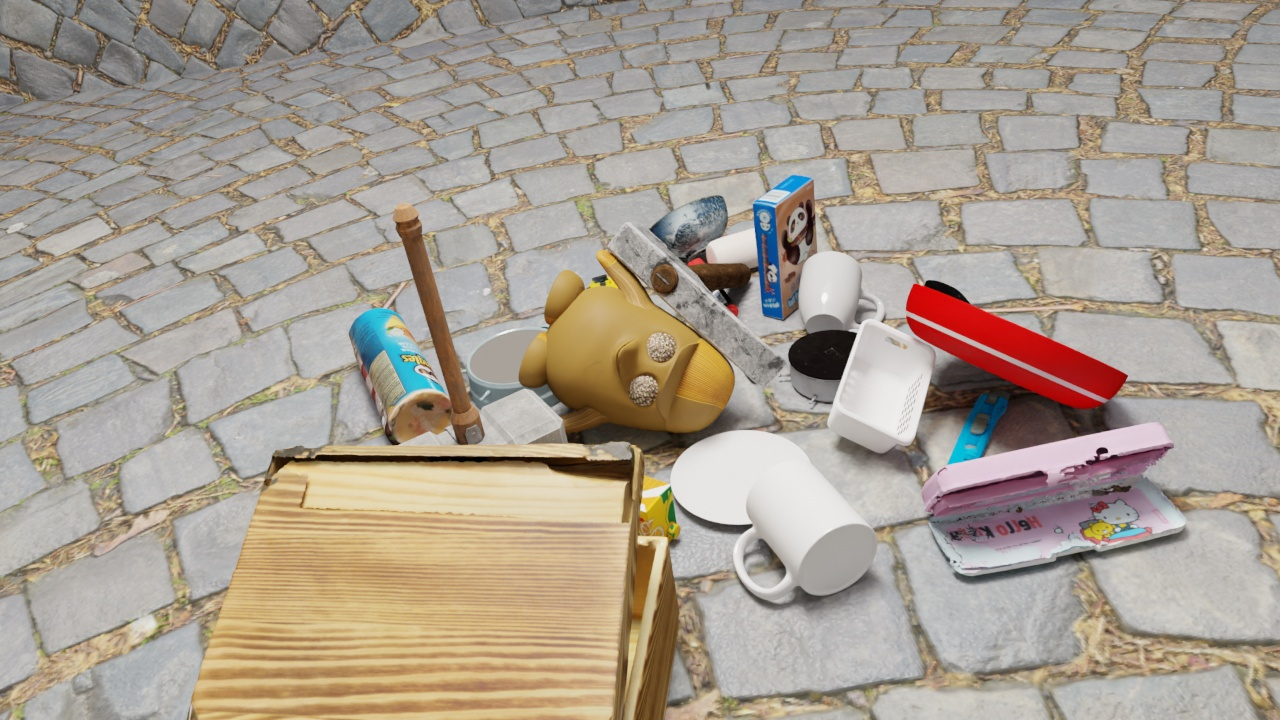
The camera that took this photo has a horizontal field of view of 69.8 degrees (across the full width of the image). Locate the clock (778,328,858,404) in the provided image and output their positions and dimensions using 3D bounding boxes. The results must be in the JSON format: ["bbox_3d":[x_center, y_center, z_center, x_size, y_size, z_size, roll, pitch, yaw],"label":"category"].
[{"bbox_3d":[0.218,0.003,0.992,0.122,0.035,0.094,-19,35,-17],"label":"clock"}]

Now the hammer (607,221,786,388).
[{"bbox_3d":[0.104,-0.071,1.049,0.217,0.037,0.300,43,19,12],"label":"hammer"}]

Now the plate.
[{"bbox_3d":[0.096,0.113,0.875,0.134,0.011,0.134,-6,33,4],"label":"plate"}]

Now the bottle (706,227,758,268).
[{"bbox_3d":[0.161,-0.153,1.227,0.146,0.051,0.051,-17,34,-12],"label":"bottle"}]

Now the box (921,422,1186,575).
[{"bbox_3d":[0.346,0.124,0.765,0.202,0.088,0.095,-11,67,-3],"label":"box"}]

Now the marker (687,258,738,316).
[{"bbox_3d":[0.092,-0.092,1.177,0.023,0.021,0.145,-8,32,-12],"label":"marker"}]

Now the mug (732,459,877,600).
[{"bbox_3d":[0.127,0.150,0.769,0.110,0.074,0.090,-39,37,1],"label":"mug"}]

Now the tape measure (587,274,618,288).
[{"bbox_3d":[-0.039,-0.067,1.127,0.042,0.071,0.072,-22,41,-11],"label":"tape measure"}]

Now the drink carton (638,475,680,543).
[{"bbox_3d":[-0.025,0.131,0.834,0.123,0.058,0.041,14,40,31],"label":"drink carton"}]

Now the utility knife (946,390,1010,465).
[{"bbox_3d":[0.320,0.075,0.876,0.031,0.015,0.173,8,38,32],"label":"utility knife"}]

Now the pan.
[{"bbox_3d":[0.351,-0.033,0.953,0.209,0.067,0.356,23,10,-7],"label":"pan"}]

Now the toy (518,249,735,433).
[{"bbox_3d":[-0.005,0.005,0.938,0.203,0.198,0.162,22,2,9],"label":"toy"}]

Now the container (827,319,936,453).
[{"bbox_3d":[0.232,0.030,0.898,0.081,0.050,0.129,26,53,4],"label":"container"}]

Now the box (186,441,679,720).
[{"bbox_3d":[-0.134,0.201,0.623,0.279,0.216,0.256,0,36,11],"label":"box"}]

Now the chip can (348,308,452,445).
[{"bbox_3d":[-0.278,0.018,1.052,0.079,0.080,0.229,-21,34,-17],"label":"chip can"}]

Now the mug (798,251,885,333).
[{"bbox_3d":[0.236,-0.064,1.071,0.107,0.071,0.089,21,51,-5],"label":"mug"}]

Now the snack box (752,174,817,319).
[{"bbox_3d":[0.177,-0.136,1.104,0.034,0.151,0.087,18,42,37],"label":"snack box"}]

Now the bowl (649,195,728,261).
[{"bbox_3d":[0.073,-0.172,1.255,0.114,0.060,0.114,-23,-8,-4],"label":"bowl"}]

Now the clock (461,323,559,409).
[{"bbox_3d":[-0.128,0.005,1.063,0.159,0.045,0.122,-27,38,-23],"label":"clock"}]

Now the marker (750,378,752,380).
[{"bbox_3d":[0.111,-0.014,1.063,0.022,0.016,0.138,-39,33,11],"label":"marker"}]

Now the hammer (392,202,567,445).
[{"bbox_3d":[-0.170,0.007,0.820,0.162,0.318,0.083,-25,36,-23],"label":"hammer"}]
